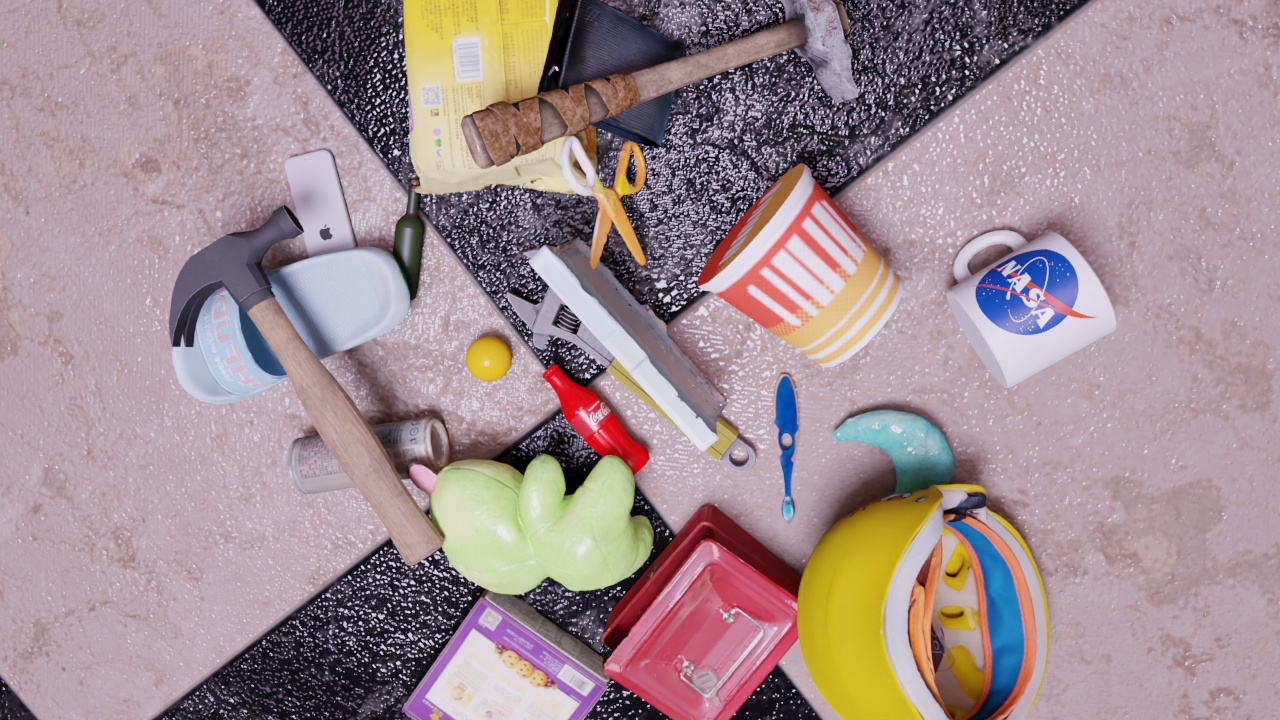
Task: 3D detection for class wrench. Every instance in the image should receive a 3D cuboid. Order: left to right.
[{"bbox_3d":[-0.005,0.004,0.806,0.273,0.018,0.084,38,102,-1],"label":"wrench"}]

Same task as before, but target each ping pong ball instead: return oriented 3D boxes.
[{"bbox_3d":[-0.134,-0.001,0.809,0.040,0.040,0.040,1,100,7],"label":"ping pong ball"}]

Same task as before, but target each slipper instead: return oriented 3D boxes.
[{"bbox_3d":[-0.316,-0.033,0.801,0.246,0.074,0.104,-18,95,17],"label":"slipper"}]

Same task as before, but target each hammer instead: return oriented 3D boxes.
[{"bbox_3d":[-0.264,0.036,0.754,0.132,0.040,0.305,-33,92,-2],"label":"hammer"},{"bbox_3d":[0.020,-0.213,0.695,0.318,0.049,0.121,-23,102,-13],"label":"hammer"}]

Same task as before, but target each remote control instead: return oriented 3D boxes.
[{"bbox_3d":[-0.280,-0.112,0.823,0.045,0.008,0.147,-11,99,9],"label":"remote control"}]

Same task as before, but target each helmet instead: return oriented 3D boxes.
[{"bbox_3d":[0.217,0.207,0.739,0.140,0.239,0.209,-11,72,42],"label":"helmet"}]

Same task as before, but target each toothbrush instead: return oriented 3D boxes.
[{"bbox_3d":[0.128,0.079,0.804,0.021,0.017,0.135,-2,100,4],"label":"toothbrush"}]

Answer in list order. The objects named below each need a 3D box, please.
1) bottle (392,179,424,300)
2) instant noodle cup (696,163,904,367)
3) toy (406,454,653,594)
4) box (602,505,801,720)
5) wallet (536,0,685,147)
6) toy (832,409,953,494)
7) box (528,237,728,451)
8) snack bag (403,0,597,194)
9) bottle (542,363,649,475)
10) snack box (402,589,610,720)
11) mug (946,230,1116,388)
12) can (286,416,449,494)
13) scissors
[{"bbox_3d":[-0.204,-0.106,0.807,0.025,0.025,0.106,11,101,5],"label":"bottle"},{"bbox_3d":[0.132,-0.068,0.731,0.121,0.123,0.123,40,102,-9],"label":"instant noodle cup"},{"bbox_3d":[-0.094,0.147,0.792,0.197,0.107,0.150,-10,130,8],"label":"toy"},{"bbox_3d":[0.057,0.228,0.808,0.129,0.092,0.158,39,99,-3],"label":"box"},{"bbox_3d":[-0.019,-0.228,0.727,0.114,0.026,0.089,13,89,-34],"label":"wallet"},{"bbox_3d":[0.222,0.085,0.787,0.085,0.033,0.105,-27,98,21],"label":"toy"},{"bbox_3d":[-0.006,-0.017,0.742,0.041,0.134,0.197,-41,93,10],"label":"box"},{"bbox_3d":[-0.122,-0.257,0.748,0.160,0.068,0.247,-2,100,8],"label":"snack bag"},{"bbox_3d":[-0.042,0.052,0.810,0.036,0.036,0.119,-40,93,12],"label":"bottle"},{"bbox_3d":[-0.124,0.309,0.863,0.143,0.040,0.148,35,102,0],"label":"snack box"},{"bbox_3d":[0.300,-0.051,0.730,0.090,0.091,0.121,-31,60,11],"label":"mug"},{"bbox_3d":[-0.245,0.086,0.832,0.136,0.054,0.054,-10,99,9],"label":"can"},{"bbox_3d":[-0.029,-0.133,0.744,0.011,0.128,0.125,-6,63,42],"label":"scissors"}]
